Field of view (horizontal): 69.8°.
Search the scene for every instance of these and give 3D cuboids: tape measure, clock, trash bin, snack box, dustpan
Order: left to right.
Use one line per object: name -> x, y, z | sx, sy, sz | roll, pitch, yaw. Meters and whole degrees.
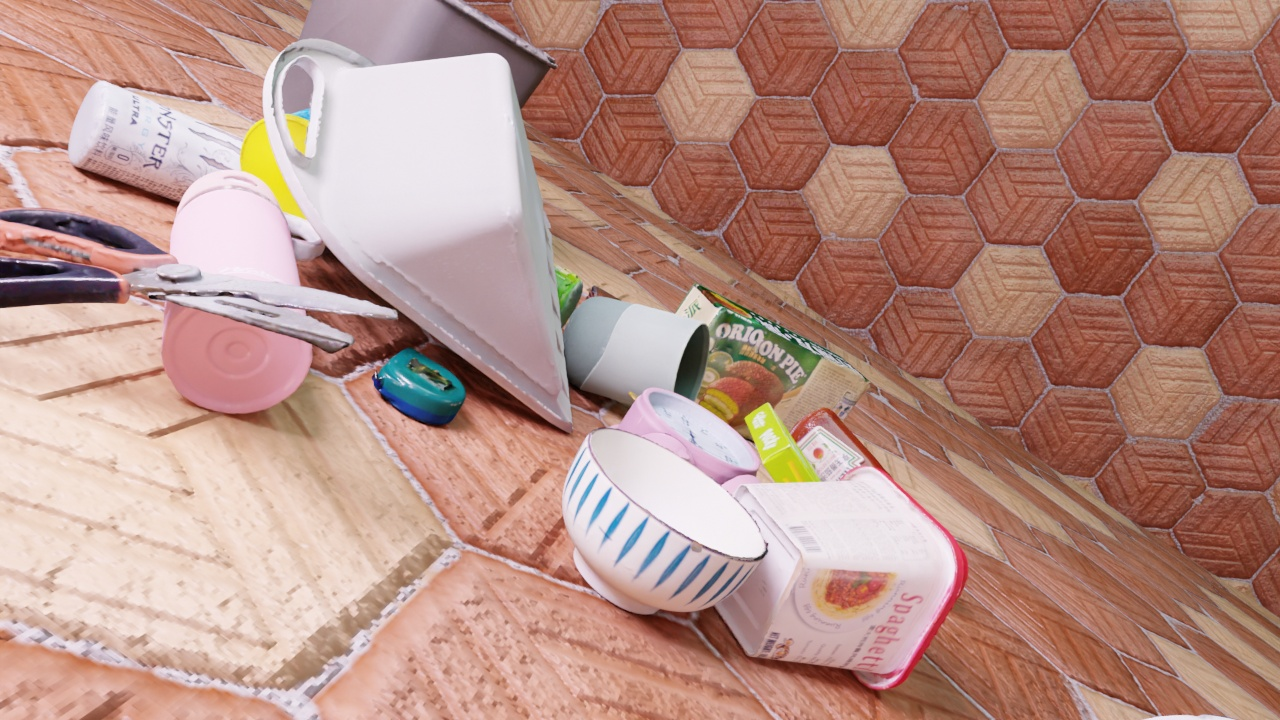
trash bin -> -0.236, -0.266, 0.909 | 0.199, 0.220, 0.198 | 41, 17, 32
tape measure -> -0.135, 0.015, 0.567 | 0.054, 0.025, 0.058 | 31, 14, -5
dustpan -> -0.142, -0.097, 0.635 | 0.142, 0.258, 0.222 | -8, 52, -2
clock -> 0.033, 0.078, 0.654 | 0.117, 0.060, 0.158 | 29, 16, -16
snack box -> 0.121, 0.019, 0.946 | 0.239, 0.115, 0.063 | 22, 18, -36
snack box -> 0.137, 0.112, 0.716 | 0.156, 0.026, 0.085 | 55, 8, -18

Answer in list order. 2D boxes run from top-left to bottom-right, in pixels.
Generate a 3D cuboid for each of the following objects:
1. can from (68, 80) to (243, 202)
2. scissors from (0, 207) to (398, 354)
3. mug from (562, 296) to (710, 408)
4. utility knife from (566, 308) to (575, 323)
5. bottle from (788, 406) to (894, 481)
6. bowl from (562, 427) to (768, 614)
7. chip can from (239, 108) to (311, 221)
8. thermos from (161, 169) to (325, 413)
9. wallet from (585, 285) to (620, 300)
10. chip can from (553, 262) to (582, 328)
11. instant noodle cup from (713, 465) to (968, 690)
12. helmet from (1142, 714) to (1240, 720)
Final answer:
can -> -0.305, -0.135, 0.632 | 0.146, 0.058, 0.058 | 19, 19, -45
scissors -> -0.218, -0.033, 0.386 | 0.213, 0.015, 0.197 | -8, 27, -32
mug -> -0.005, 0.005, 0.772 | 0.106, 0.112, 0.082 | 15, 51, 19
utility knife -> -0.062, -0.039, 0.944 | 0.033, 0.015, 0.218 | 18, 20, -40
bottle -> 0.220, 0.134, 0.863 | 0.206, 0.060, 0.059 | 52, 21, 25
bowl -> 0.004, 0.097, 0.508 | 0.116, 0.066, 0.116 | 31, 13, -8
chip can -> -0.204, -0.160, 0.679 | 0.071, 0.071, 0.209 | 32, 25, -3
thermos -> -0.214, -0.047, 0.507 | 0.087, 0.067, 0.198 | 12, 22, -29
wallet -> -0.008, -0.042, 1.051 | 0.124, 0.032, 0.101 | 31, 11, -11
chip can -> -0.156, -0.099, 0.817 | 0.221, 0.073, 0.072 | 33, 14, -1
instant noodle cup -> 0.113, 0.130, 0.567 | 0.124, 0.116, 0.116 | 11, 23, -31
helmet -> 0.307, 0.267, 0.429 | 0.229, 0.146, 0.258 | 37, 14, 16
